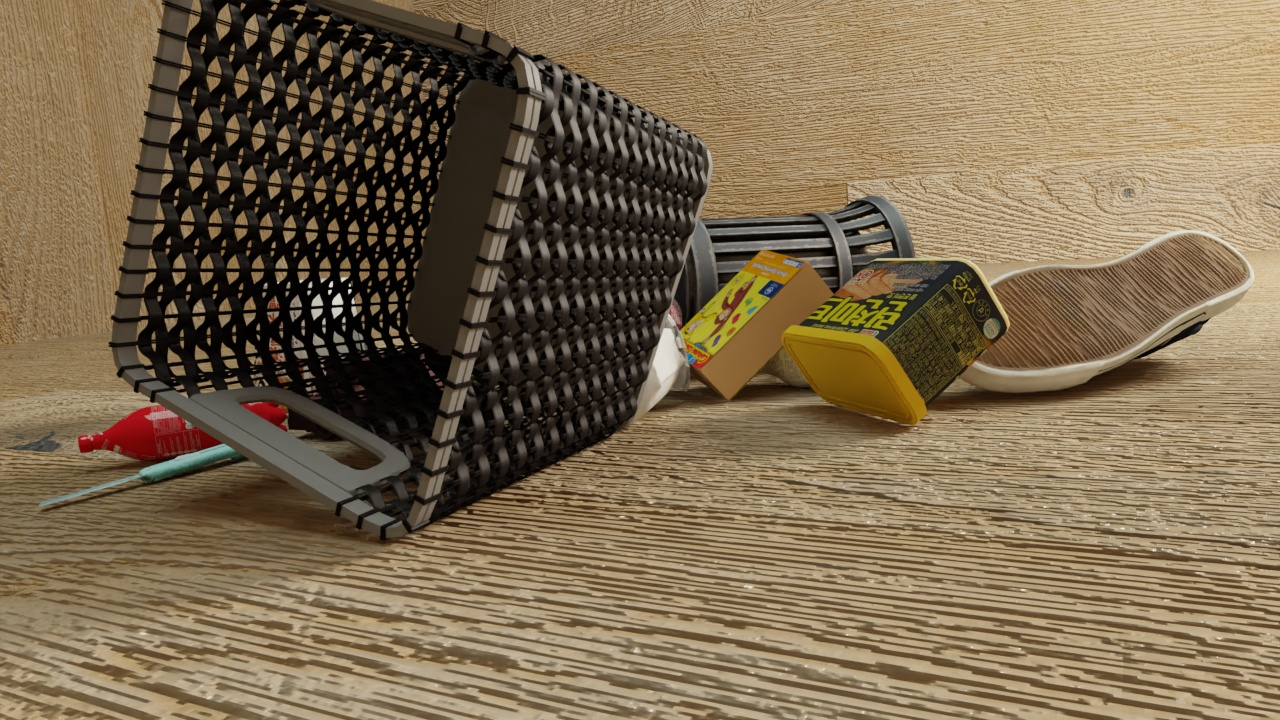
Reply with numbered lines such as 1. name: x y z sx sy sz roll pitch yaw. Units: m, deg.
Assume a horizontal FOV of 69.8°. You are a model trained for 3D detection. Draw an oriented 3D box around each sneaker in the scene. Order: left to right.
1. sneaker: 0.363 -0.021 0.768 0.294 0.127 0.120 -15 55 -21

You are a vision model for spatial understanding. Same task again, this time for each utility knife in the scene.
1. utility knife: -0.325 0.076 0.633 0.022 0.015 0.168 3 14 35

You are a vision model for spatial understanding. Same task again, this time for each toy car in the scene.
1. toy car: -0.197 0.027 0.724 0.170 0.062 0.070 0 9 26

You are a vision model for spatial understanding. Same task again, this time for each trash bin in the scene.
1. trash bin: 0.135 -0.081 0.936 0.227 0.164 0.164 -5 8 -16

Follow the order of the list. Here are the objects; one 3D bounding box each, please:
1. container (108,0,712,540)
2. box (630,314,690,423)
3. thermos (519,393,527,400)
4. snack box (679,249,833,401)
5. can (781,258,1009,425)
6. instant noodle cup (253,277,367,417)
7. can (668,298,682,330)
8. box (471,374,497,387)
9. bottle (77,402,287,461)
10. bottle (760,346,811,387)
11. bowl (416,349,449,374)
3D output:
1. container: -0.124 -0.072 0.571 0.247 0.246 0.243 24 15 24
2. box: -0.001 0.003 0.749 0.092 0.081 0.160 -26 1 14
3. thermos: -0.047 -0.020 0.918 0.082 0.082 0.240 -1 8 22
4. snack box: 0.092 -0.033 0.796 0.126 0.040 0.088 -45 22 -3
5. can: 0.183 -0.020 0.670 0.101 0.072 0.131 -40 18 -12
6. instant noodle cup: -0.319 -0.016 0.890 0.123 0.122 0.123 -4 8 0
7. can: -0.013 -0.046 0.829 0.063 0.063 0.114 1 -14 34
8. box: -0.182 -0.033 0.893 0.043 0.136 0.197 -12 10 -20
9. bottle: -0.345 0.052 0.697 0.141 0.042 0.042 -8 9 -25
10. bottle: 0.139 -0.007 0.807 0.109 0.063 0.063 2 10 42
11. bowl: -0.207 0.018 0.833 0.124 0.052 0.124 -4 8 0
